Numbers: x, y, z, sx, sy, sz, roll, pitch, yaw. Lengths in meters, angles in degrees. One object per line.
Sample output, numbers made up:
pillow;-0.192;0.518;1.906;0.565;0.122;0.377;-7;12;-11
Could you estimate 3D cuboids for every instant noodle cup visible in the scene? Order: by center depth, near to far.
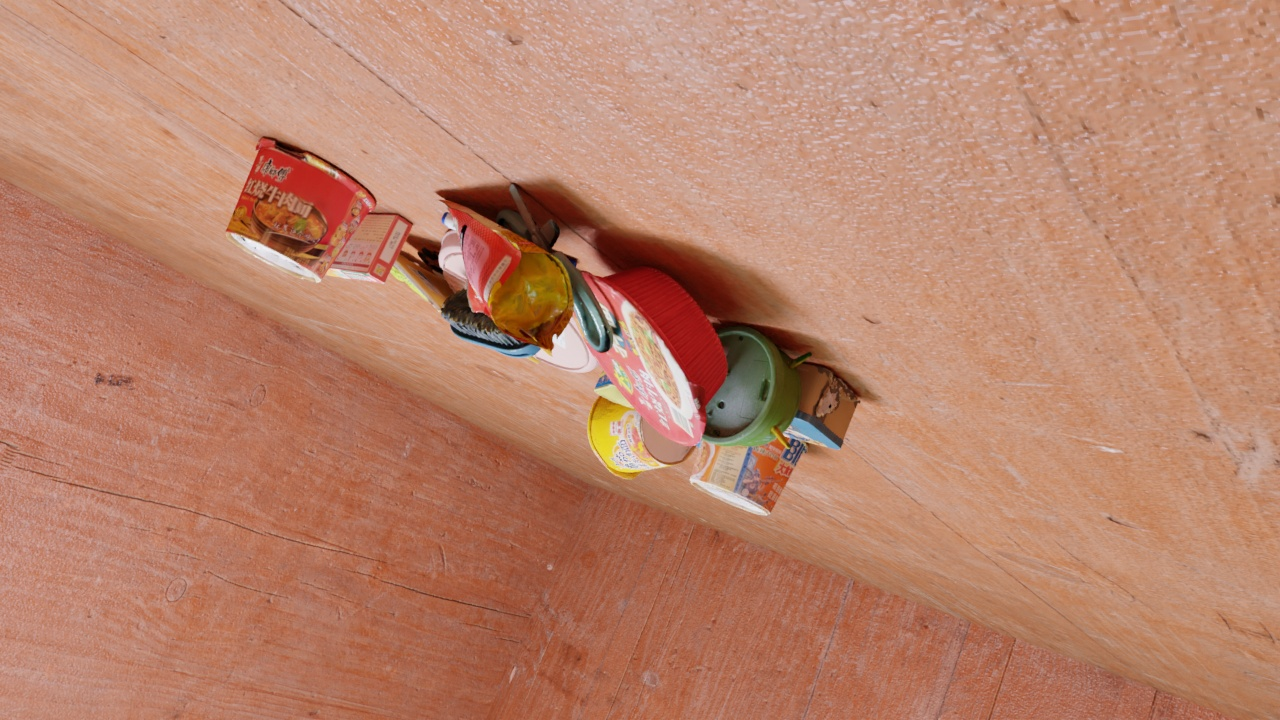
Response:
instant noodle cup;0.015;-0.015;0.842;0.194;0.065;0.194;48;161;21
instant noodle cup;-0.374;-0.156;1.000;0.138;0.108;0.138;23;169;5
instant noodle cup;0.145;0.143;1.283;0.151;0.111;0.151;23;168;5
instant noodle cup;0.011;0.096;1.312;0.138;0.137;0.110;31;158;-30

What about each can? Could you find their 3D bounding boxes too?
can;-0.006;0.006;1.051;0.057;0.083;0.102;27;168;-12

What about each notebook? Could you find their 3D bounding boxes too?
notebook;-0.223;-0.068;1.156;0.146;0.010;0.206;42;-175;32

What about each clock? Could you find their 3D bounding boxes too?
clock;0.087;0.028;0.900;0.161;0.116;0.056;8;171;45

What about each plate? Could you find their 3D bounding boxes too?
plate;-0.135;-0.060;1.032;0.229;0.028;0.230;29;158;13

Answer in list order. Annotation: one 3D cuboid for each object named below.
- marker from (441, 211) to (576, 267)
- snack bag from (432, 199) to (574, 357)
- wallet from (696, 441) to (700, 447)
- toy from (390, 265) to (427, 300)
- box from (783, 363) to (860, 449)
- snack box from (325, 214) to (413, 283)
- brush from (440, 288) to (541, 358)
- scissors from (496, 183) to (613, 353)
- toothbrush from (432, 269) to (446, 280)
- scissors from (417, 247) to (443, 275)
marker;-0.133;-0.118;0.921;0.146;0.017;0.017;22;168;8
snack bag;-0.135;-0.078;0.841;0.208;0.073;0.129;33;145;57
wallet;0.144;0.138;1.448;0.133;0.040;0.106;27;163;-10
toy;-0.294;-0.106;1.224;0.100;0.031;0.097;33;-175;-33
box;0.133;0.037;0.970;0.185;0.063;0.089;9;160;46
snack box;-0.331;-0.135;1.083;0.156;0.077;0.027;11;163;47
brush;-0.153;-0.034;0.993;0.144;0.055;0.073;15;150;39
scissors;-0.083;-0.081;0.837;0.174;0.019;0.170;59;163;-16
toothbrush;-0.183;-0.083;1.168;0.180;0.016;0.016;23;160;3
scissors;-0.166;-0.087;1.120;0.209;0.015;0.182;16;165;33
